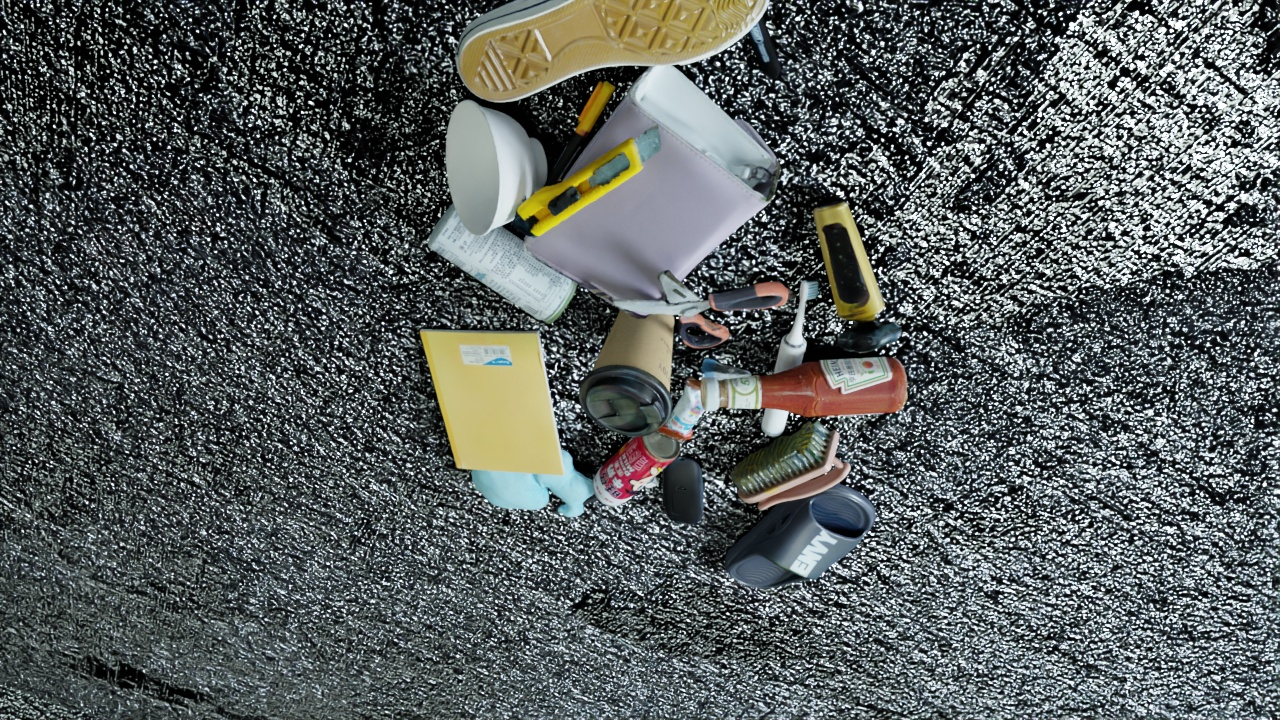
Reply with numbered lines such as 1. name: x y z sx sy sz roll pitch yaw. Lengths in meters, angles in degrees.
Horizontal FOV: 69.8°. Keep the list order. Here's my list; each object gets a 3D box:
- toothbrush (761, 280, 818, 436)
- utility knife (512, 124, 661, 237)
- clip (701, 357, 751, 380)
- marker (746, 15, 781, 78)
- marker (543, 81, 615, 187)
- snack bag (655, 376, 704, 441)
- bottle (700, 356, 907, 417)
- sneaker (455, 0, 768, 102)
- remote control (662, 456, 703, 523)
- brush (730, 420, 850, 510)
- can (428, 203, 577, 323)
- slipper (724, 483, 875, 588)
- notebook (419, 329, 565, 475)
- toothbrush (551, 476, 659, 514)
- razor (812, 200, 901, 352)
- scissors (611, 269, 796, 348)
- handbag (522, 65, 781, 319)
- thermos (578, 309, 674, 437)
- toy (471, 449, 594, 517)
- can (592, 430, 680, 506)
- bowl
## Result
1. toothbrush: 0.157 0.000 0.967 0.026 0.026 0.221 -6 137 -10
2. utility knife: -0.047 -0.144 0.750 0.178 0.015 0.033 -25 111 39
3. clip: 0.095 0.017 1.005 0.058 0.044 0.027 8 134 -5
4. marker: 0.083 -0.273 0.713 0.018 0.015 0.124 -7 134 29
5. marker: -0.060 -0.188 0.803 0.015 0.018 0.124 31 109 -8
6. snack bag: 0.056 0.057 1.051 0.045 0.026 0.106 24 134 -5
7. bottle: 0.165 0.029 0.938 0.206 0.059 0.060 -3 136 -4
8. sneaker: -0.025 -0.268 0.696 0.241 0.087 0.118 -14 137 11
9. remote control: 0.054 0.173 1.173 0.053 0.024 0.137 5 136 11
10. brush: 0.170 0.132 1.071 0.073 0.063 0.146 44 131 -14
11. can: -0.137 -0.098 0.920 0.146 0.058 0.058 34 133 -20
12. slipper: 0.200 0.248 1.171 0.110 0.083 0.269 26 137 -14
13. notebook: -0.173 0.053 1.091 0.146 0.010 0.206 2 124 14
14. toothbrush: -0.050 0.179 1.214 0.181 0.015 0.018 -22 135 32
15. razor: 0.197 -0.075 0.855 0.062 0.067 0.167 -10 125 23
16. scissors: 0.060 -0.049 0.871 0.224 0.015 0.189 -11 161 -19
17. handbag: 0.008 -0.140 0.806 0.145 0.098 0.198 39 134 -8
18. thermos: -0.006 0.005 0.930 0.093 0.143 0.093 8 136 8
19. toy: -0.149 0.154 1.187 0.157 0.049 0.161 -31 110 26
20. can: -0.007 0.128 1.122 0.053 0.053 0.133 29 135 -15
21. bowl: -0.123 -0.174 0.825 0.064 0.118 0.119 -12 147 -31
